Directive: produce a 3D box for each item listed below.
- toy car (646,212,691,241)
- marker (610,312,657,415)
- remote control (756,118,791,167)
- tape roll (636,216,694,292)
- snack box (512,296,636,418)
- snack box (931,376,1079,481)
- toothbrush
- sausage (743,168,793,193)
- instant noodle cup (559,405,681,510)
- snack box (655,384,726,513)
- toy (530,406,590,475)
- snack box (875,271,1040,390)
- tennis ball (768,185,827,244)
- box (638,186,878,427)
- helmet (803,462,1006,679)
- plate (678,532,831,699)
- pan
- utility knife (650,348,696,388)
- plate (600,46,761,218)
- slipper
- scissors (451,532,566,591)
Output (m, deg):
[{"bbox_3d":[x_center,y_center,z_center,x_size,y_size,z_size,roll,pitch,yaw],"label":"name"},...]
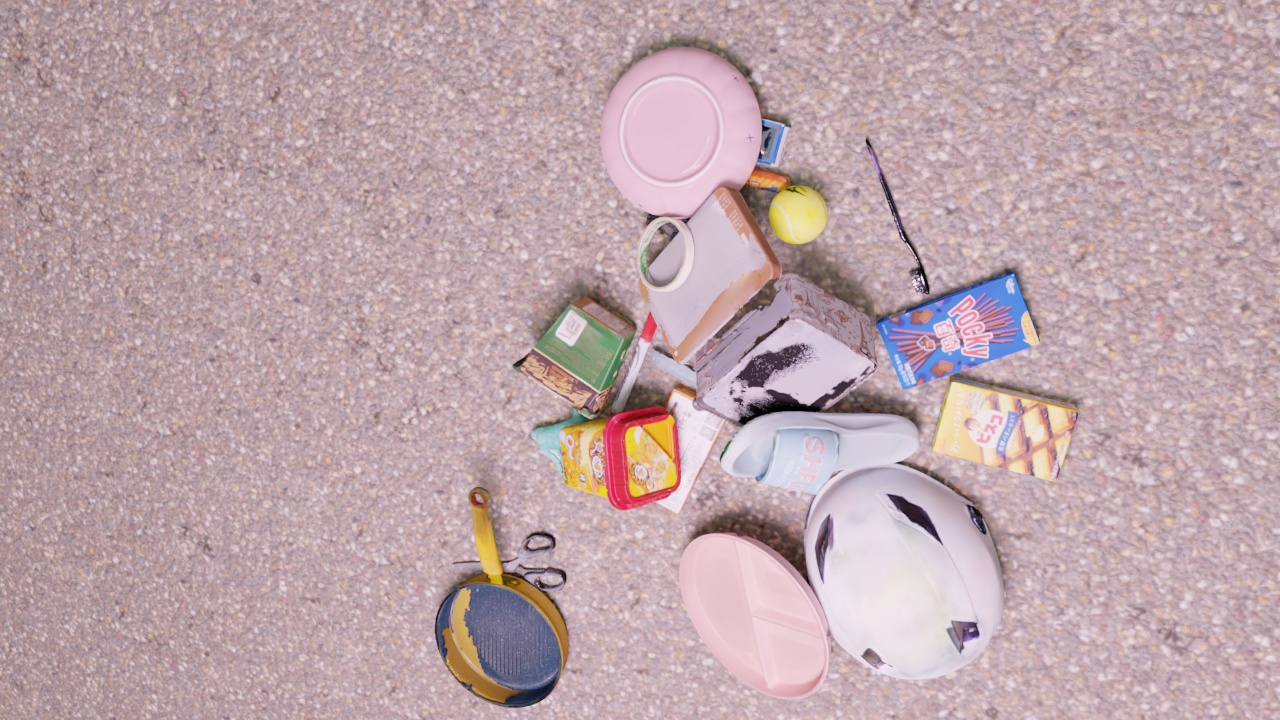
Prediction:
[{"bbox_3d":[0.059,-0.155,1.088,0.106,0.031,0.049,32,111,8],"label":"toy car"},{"bbox_3d":[-0.007,0.007,1.158,0.017,0.017,0.145,26,109,9],"label":"marker"},{"bbox_3d":[0.106,-0.260,1.052,0.125,0.024,0.049,18,108,13],"label":"remote control"},{"bbox_3d":[0.028,-0.122,1.056,0.086,0.013,0.086,-3,87,49],"label":"tape roll"},{"bbox_3d":[-0.070,-0.013,1.122,0.118,0.117,0.106,32,106,4],"label":"snack box"},{"bbox_3d":[0.412,0.077,1.044,0.140,0.033,0.087,15,107,14],"label":"snack box"},{"bbox_3d":[0.286,-0.160,1.031,0.017,0.014,0.189,-20,98,32],"label":"toothbrush"},{"bbox_3d":[0.098,-0.219,1.066,0.165,0.021,0.021,15,107,13],"label":"sausage"},{"bbox_3d":[-0.029,0.117,1.127,0.124,0.115,0.116,-2,95,44],"label":"instant noodle cup"},{"bbox_3d":[0.048,0.114,1.164,0.075,0.026,0.154,27,110,9],"label":"snack box"},{"bbox_3d":[-0.100,0.105,1.206,0.092,0.030,0.096,-13,107,24],"label":"toy"},{"bbox_3d":[0.356,-0.032,1.034,0.157,0.026,0.084,-21,96,20],"label":"snack box"},{"bbox_3d":[0.177,-0.164,1.034,0.065,0.065,0.065,4,105,15],"label":"tennis ball"},{"bbox_3d":[0.120,-0.041,1.029,0.269,0.135,0.180,46,128,2],"label":"box"},{"bbox_3d":[0.298,0.258,1.063,0.229,0.145,0.258,-25,95,20],"label":"helmet"},{"bbox_3d":[0.140,0.312,1.135,0.230,0.028,0.230,25,129,36],"label":"plate"},{"bbox_3d":[-0.199,0.322,1.251,0.198,0.078,0.358,7,109,17],"label":"pan"},{"bbox_3d":[0.109,0.041,1.132,0.223,0.015,0.033,28,111,6],"label":"utility knife"},{"bbox_3d":[0.039,-0.257,1.037,0.193,0.039,0.192,3,100,19],"label":"plate"},{"bbox_3d":[0.206,0.110,1.037,0.245,0.074,0.104,-2,146,-15],"label":"slipper"},{"bbox_3d":[-0.180,0.293,1.285,0.164,0.014,0.164,35,111,7],"label":"scissors"}]
